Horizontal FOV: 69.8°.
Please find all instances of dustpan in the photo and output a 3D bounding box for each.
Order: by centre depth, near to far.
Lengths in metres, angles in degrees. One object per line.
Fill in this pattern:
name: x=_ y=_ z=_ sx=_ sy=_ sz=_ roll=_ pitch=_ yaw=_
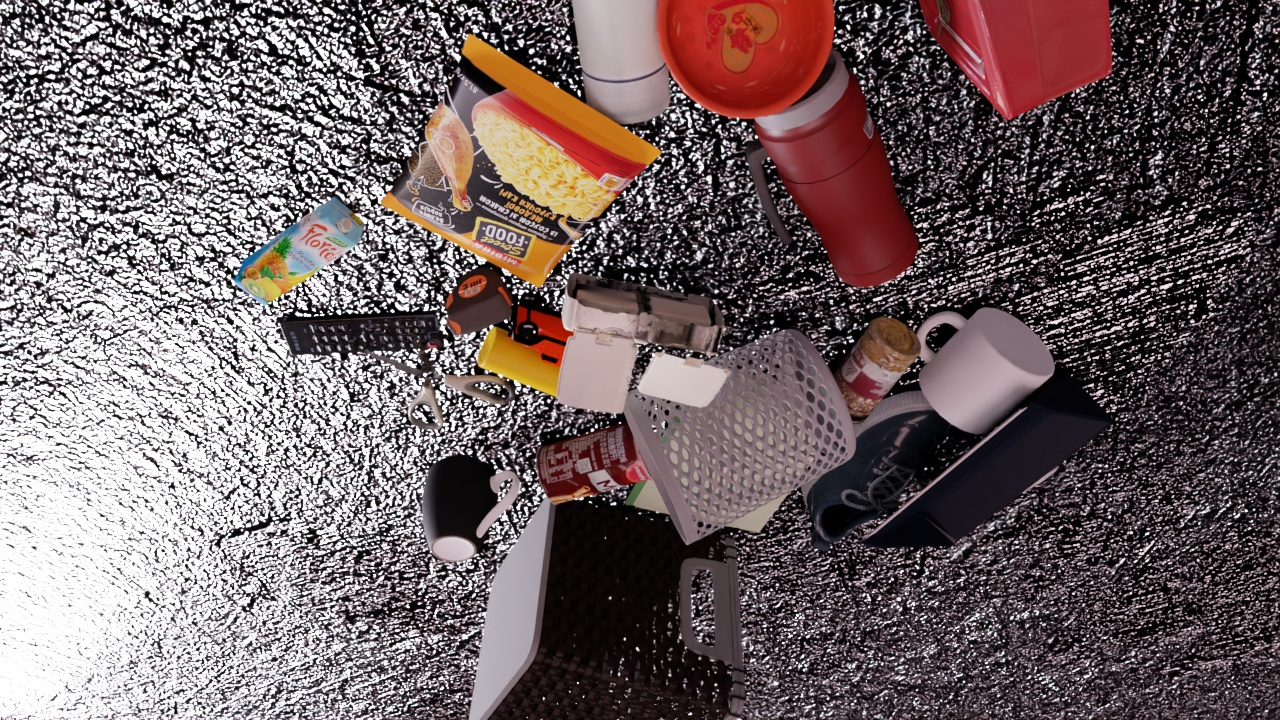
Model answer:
dustpan: x=0.392 y=0.123 z=0.993 sx=0.272 sy=0.080 sz=0.237 roll=-15 pitch=150 yaw=-53

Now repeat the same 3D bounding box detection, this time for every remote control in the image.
remote control: x=-0.271 y=-0.030 z=0.900 sx=0.150 sy=0.022 sz=0.047 roll=-2 pitch=134 yaw=-2

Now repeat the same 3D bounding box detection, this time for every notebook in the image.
notebook: x=0.108 y=0.109 z=1.056 sx=0.182 sy=0.010 sz=0.253 roll=13 pitch=132 yaw=-14

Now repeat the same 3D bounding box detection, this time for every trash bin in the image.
trash bin: x=0.095 y=0.068 z=0.890 sx=0.183 sy=0.156 sz=0.157 roll=-24 pitch=133 yaw=-5

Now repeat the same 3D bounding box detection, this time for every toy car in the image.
toy car: x=-0.083 y=-0.023 z=0.890 sx=0.100 sy=0.051 sz=0.049 roll=18 pitch=130 yaw=-20

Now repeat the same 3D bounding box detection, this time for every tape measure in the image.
tape measure: x=-0.149 y=-0.054 z=0.853 sx=0.058 sy=0.058 sz=0.038 roll=-22 pitch=133 yaw=5

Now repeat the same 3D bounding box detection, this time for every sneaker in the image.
sneaker: x=0.262 y=0.126 z=1.024 sx=0.089 sy=0.087 sz=0.236 roll=19 pitch=131 yaw=-19

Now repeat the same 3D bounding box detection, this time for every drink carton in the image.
drink carton: x=-0.304 y=-0.097 z=0.819 sx=0.129 sy=0.038 sz=0.044 roll=-27 pitch=129 yaw=22

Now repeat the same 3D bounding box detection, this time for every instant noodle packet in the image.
instant noodle packet: x=-0.106 y=-0.147 z=0.749 sx=0.159 sy=0.032 sz=0.221 roll=27 pitch=144 yaw=-19

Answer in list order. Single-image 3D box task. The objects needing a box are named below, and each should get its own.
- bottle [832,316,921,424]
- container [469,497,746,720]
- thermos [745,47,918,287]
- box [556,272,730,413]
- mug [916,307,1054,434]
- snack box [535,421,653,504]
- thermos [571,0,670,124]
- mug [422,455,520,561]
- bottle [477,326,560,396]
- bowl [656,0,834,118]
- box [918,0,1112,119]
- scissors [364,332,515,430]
bottle: x=0.232 y=0.011 z=0.931 sx=0.056 sy=0.056 sz=0.105 roll=15 pitch=132 yaw=-16
container: x=-0.045 y=0.336 z=1.116 sx=0.243 sy=0.246 sz=0.246 roll=20 pitch=131 yaw=-16
thermos: x=0.151 y=-0.148 z=0.754 sx=0.108 sy=0.083 sz=0.198 roll=-23 pitch=133 yaw=18
box: x=-0.005 y=0.005 z=0.808 sx=0.143 sy=0.187 sz=0.105 roll=10 pitch=109 yaw=-5
mug: x=0.330 y=0.001 z=0.911 sx=0.121 sy=0.090 sz=0.090 roll=39 pitch=129 yaw=7
snack box: x=-0.046 y=0.112 z=1.011 sx=0.121 sy=0.072 sz=0.072 roll=-17 pitch=133 yaw=15
thermos: x=-0.019 y=-0.279 z=0.631 sx=0.068 sy=0.067 sz=0.230 roll=-4 pitch=135 yaw=2
mug: x=-0.192 y=0.168 z=1.041 sx=0.119 sy=0.100 sz=0.085 roll=-19 pitch=132 yaw=16
bottle: x=-0.090 y=0.012 z=0.930 sx=0.143 sy=0.043 sz=0.043 roll=23 pitch=129 yaw=-23
bowl: x=0.071 y=-0.241 z=0.663 sx=0.130 sy=0.045 sz=0.130 roll=-2 pitch=102 yaw=-11
box: x=0.237 y=-0.253 z=0.603 sx=0.087 sy=0.157 sz=0.129 roll=-22 pitch=133 yaw=11
scissors: x=-0.207 y=0.026 z=0.950 sx=0.157 sy=0.012 sz=0.172 roll=5 pitch=142 yaw=-18
